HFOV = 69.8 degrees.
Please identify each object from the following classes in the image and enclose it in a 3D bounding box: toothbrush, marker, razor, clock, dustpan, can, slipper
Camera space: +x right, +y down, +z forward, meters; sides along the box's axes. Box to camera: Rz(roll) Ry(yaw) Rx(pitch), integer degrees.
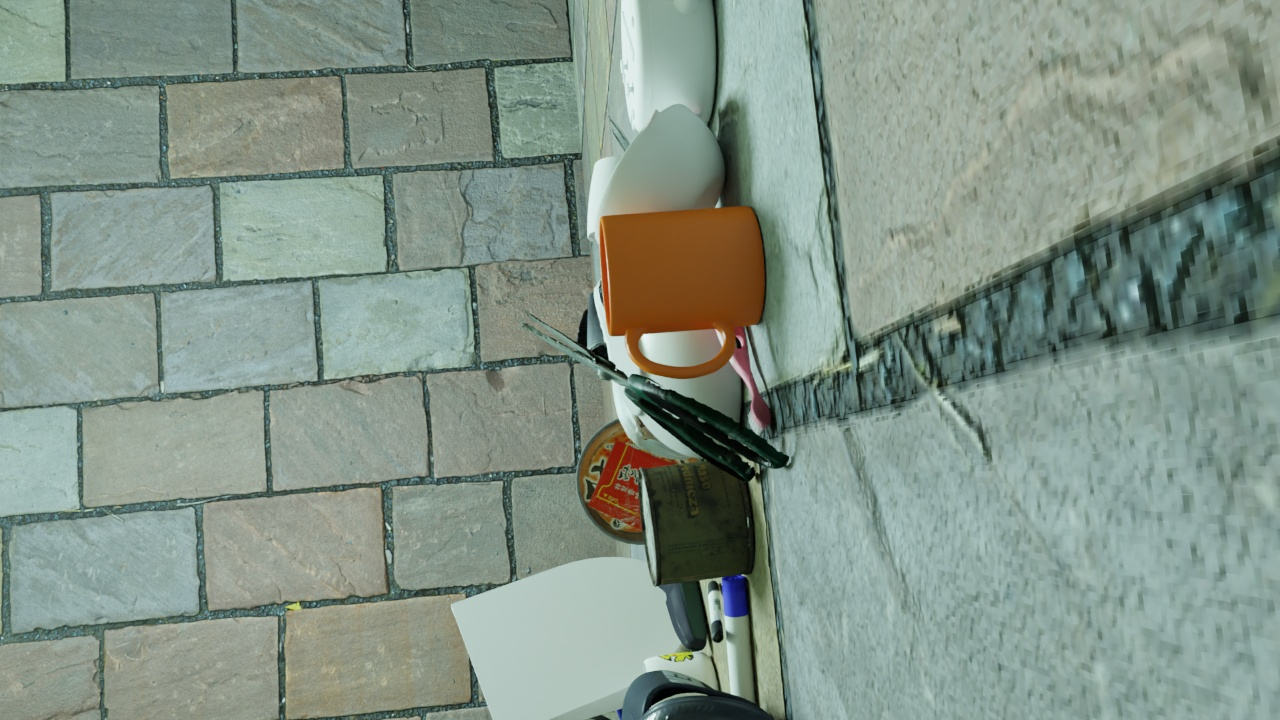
[{"bbox_3d":[0.065,-0.007,0.614,0.016,0.021,0.134,105,159,-48],"label":"toothbrush"},{"bbox_3d":[0.078,0.238,0.709,0.020,0.020,0.141,-178,84,-85],"label":"marker"},{"bbox_3d":[0.044,0.255,0.984,0.142,0.047,0.052,-108,38,-57],"label":"razor"},{"bbox_3d":[0.011,-0.234,0.702,0.125,0.073,0.161,-100,7,-47],"label":"clock"},{"bbox_3d":[-0.067,0.328,1.073,0.191,0.257,0.053,-128,29,-47],"label":"dustpan"},{"bbox_3d":[0.041,0.122,0.699,0.090,0.074,0.090,172,92,-84],"label":"can"},{"bbox_3d":[0.063,0.209,0.771,0.152,0.011,0.011,-26,-69,-86],"label":"marker"},{"bbox_3d":[0.036,0.278,0.674,0.269,0.110,0.083,101,173,-51],"label":"slipper"},{"bbox_3d":[-0.005,0.005,0.895,0.063,0.111,0.263,-53,31,26],"label":"slipper"}]

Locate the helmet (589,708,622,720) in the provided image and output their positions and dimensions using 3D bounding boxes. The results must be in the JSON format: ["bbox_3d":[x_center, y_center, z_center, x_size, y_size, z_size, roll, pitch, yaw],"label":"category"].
[{"bbox_3d":[-0.055,0.398,1.170,0.148,0.227,0.241,74,179,-47],"label":"helmet"}]

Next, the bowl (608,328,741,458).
[{"bbox_3d":[0.016,-0.005,0.725,0.177,0.066,0.176,168,91,-76],"label":"bowl"}]

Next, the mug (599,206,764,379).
[{"bbox_3d":[0.026,-0.041,0.585,0.078,0.096,0.112,97,167,-67],"label":"mug"}]

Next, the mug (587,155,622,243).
[{"bbox_3d":[-0.014,-0.184,1.090,0.114,0.081,0.087,17,-108,-62],"label":"mug"}]

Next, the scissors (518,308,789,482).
[{"bbox_3d":[0.004,0.027,0.613,0.015,0.210,0.137,-57,-16,-10],"label":"scissors"}]

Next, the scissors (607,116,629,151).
[{"bbox_3d":[0.015,-0.140,0.770,0.154,0.019,0.126,65,-163,-6],"label":"scissors"}]

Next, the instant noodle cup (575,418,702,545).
[{"bbox_3d":[0.004,0.121,0.935,0.122,0.123,0.123,55,-151,-82],"label":"instant noodle cup"}]

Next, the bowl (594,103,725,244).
[{"bbox_3d":[0.022,-0.117,0.649,0.114,0.050,0.115,-51,-14,-19],"label":"bowl"}]

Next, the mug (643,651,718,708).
[{"bbox_3d":[0.041,0.345,0.932,0.116,0.068,0.094,107,157,-77],"label":"mug"}]
